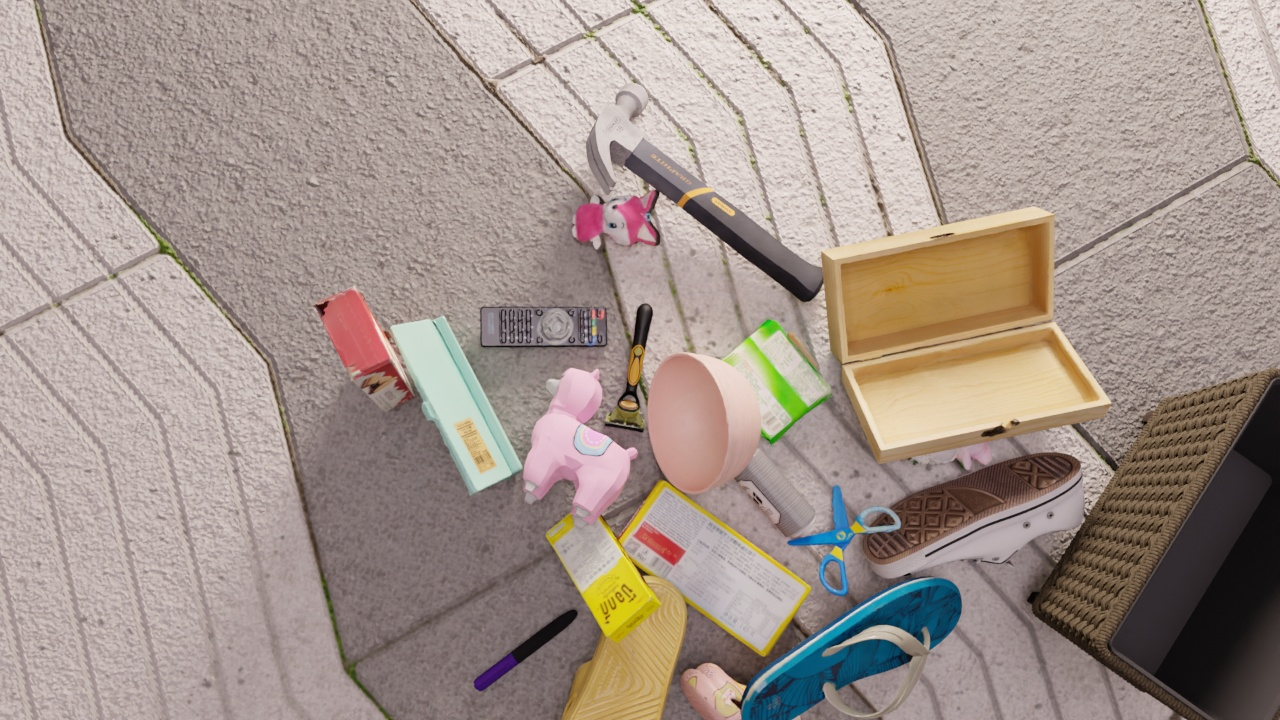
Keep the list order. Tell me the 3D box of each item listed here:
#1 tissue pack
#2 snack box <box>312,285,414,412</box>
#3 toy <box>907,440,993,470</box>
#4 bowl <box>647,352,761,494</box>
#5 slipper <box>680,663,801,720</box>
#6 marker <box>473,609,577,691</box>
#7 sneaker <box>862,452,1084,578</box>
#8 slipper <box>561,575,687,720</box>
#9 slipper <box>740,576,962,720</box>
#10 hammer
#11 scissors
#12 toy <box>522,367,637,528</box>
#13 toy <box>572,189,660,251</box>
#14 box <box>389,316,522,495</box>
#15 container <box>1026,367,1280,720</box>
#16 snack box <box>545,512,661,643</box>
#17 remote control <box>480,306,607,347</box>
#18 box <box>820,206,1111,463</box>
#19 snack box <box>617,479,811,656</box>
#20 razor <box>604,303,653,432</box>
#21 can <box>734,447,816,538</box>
[{"bbox_3d":[0.147,0.022,1.022,0.099,0.034,0.114,-39,88,-3],"label":"tissue pack"},{"bbox_3d":[-0.257,-0.004,0.883,0.044,0.273,0.076,-26,86,-12],"label":"snack box"},{"bbox_3d":[0.347,0.081,1.025,0.109,0.041,0.095,17,84,-7],"label":"toy"},{"bbox_3d":[0.077,0.063,0.970,0.076,0.153,0.153,-4,84,-30],"label":"bowl"},{"bbox_3d":[0.135,0.378,0.964,0.197,0.093,0.081,40,73,0],"label":"slipper"},{"bbox_3d":[-0.123,0.311,0.988,0.134,0.018,0.015,-36,68,-6],"label":"marker"},{"bbox_3d":[0.367,0.188,1.002,0.245,0.091,0.097,-23,112,-2],"label":"sneaker"},{"bbox_3d":[-0.023,0.352,0.960,0.099,0.078,0.263,20,84,-2],"label":"slipper"},{"bbox_3d":[0.232,0.303,0.929,0.294,0.060,0.118,-18,119,-24],"label":"slipper"},{"bbox_3d":[0.078,-0.175,1.022,0.312,0.035,0.139,36,55,-5],"label":"hammer"},{"bbox_3d":[0.221,0.193,0.997,0.127,0.013,0.125,-12,58,18],"label":"scissors"},{"bbox_3d":[-0.064,0.087,0.974,0.123,0.067,0.157,24,65,4],"label":"toy"},{"bbox_3d":[-0.027,-0.157,1.025,0.102,0.050,0.065,-5,89,2],"label":"toy"},{"bbox_3d":[-0.185,0.043,0.953,0.055,0.138,0.187,-29,87,1],"label":"box"},{"bbox_3d":[0.565,0.192,0.940,0.176,0.205,0.320,35,84,1],"label":"container"},{"bbox_3d":[-0.041,0.215,0.951,0.061,0.025,0.149,-41,47,1],"label":"snack box"},{"bbox_3d":[-0.107,-0.037,1.022,0.140,0.021,0.045,0,86,-8],"label":"remote control"},{"bbox_3d":[0.340,-0.027,0.997,0.247,0.119,0.252,-12,75,-2],"label":"box"},{"bbox_3d":[0.077,0.223,0.996,0.200,0.042,0.092,36,84,1],"label":"snack box"},{"bbox_3d":[-0.006,0.006,1.024,0.044,0.021,0.144,10,82,-2],"label":"razor"},{"bbox_3d":[0.143,0.143,1.006,0.044,0.044,0.106,-41,88,-6],"label":"can"}]
